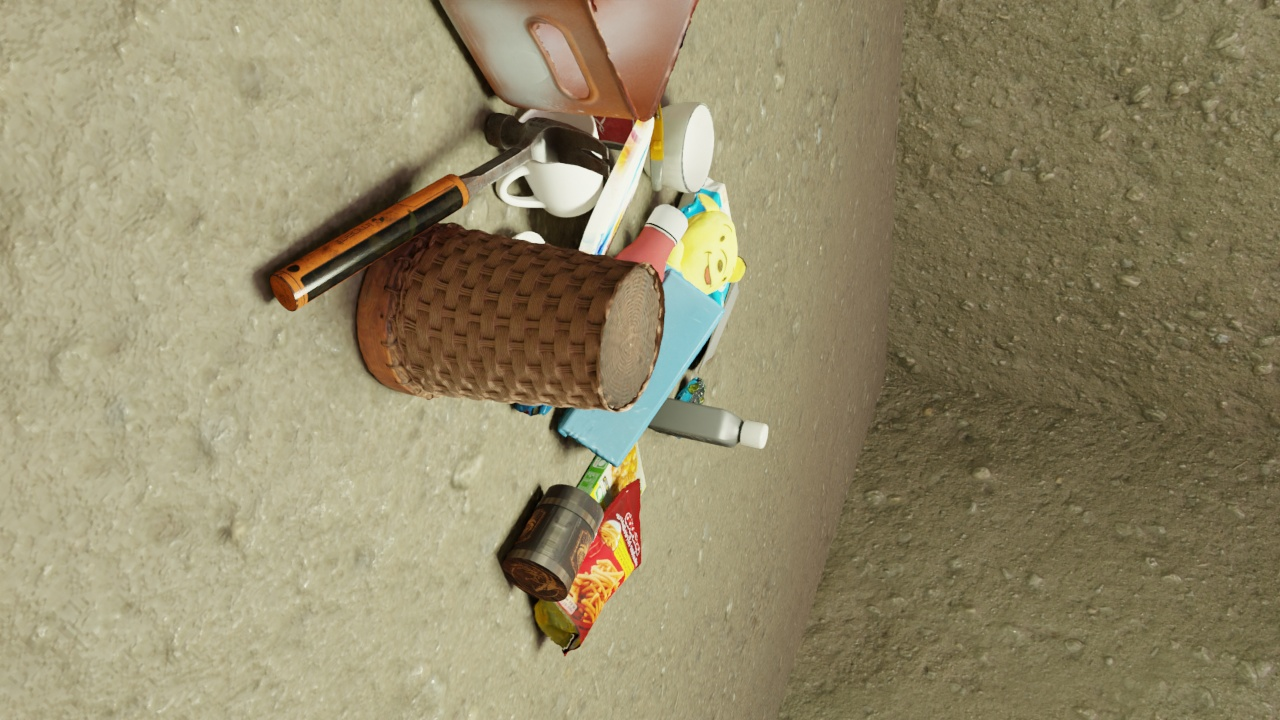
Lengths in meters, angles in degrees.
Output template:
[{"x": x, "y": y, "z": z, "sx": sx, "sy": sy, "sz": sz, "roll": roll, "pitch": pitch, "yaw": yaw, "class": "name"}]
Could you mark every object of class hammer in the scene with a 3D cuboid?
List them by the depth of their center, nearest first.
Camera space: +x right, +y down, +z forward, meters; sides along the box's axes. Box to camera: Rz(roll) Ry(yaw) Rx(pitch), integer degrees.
[{"x": -0.151, "y": -0.122, "z": 0.727, "sx": 0.313, "sy": 0.138, "sz": 0.035, "roll": -44, "pitch": 142, "yaw": -42, "class": "hammer"}]

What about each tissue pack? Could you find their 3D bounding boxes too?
[{"x": 0.094, "y": -0.168, "z": 1.357, "sx": 0.209, "sy": 0.066, "sz": 0.116, "roll": 72, "pitch": 35, "yaw": -46, "class": "tissue pack"}]

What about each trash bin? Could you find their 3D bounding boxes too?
[{"x": -0.099, "y": -0.027, "z": 0.750, "sx": 0.151, "sy": 0.210, "sz": 0.151, "roll": 12, "pitch": 89, "yaw": -68, "class": "trash bin"}, {"x": -0.048, "y": -0.356, "z": 0.798, "sx": 0.181, "sy": 0.157, "sz": 0.259, "roll": 56, "pitch": 47, "yaw": -60, "class": "trash bin"}]

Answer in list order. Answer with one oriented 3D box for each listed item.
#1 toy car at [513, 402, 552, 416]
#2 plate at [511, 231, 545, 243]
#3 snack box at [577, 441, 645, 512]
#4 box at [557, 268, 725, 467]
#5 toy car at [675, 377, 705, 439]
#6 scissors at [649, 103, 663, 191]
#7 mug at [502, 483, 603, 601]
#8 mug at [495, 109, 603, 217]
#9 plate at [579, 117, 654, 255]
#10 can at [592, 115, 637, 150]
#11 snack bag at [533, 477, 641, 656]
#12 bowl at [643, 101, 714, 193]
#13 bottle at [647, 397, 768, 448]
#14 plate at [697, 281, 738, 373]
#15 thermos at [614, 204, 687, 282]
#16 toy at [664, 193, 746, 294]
[{"x": -0.100, "y": 0.006, "z": 0.954, "sx": 0.056, "sy": 0.043, "sz": 0.120, "roll": -51, "pitch": 162, "yaw": -50, "class": "toy car"}, {"x": -0.125, "y": -0.077, "z": 0.911, "sx": 0.104, "sy": 0.026, "sz": 0.104, "roll": 12, "pitch": 90, "yaw": -68, "class": "plate"}, {"x": -0.042, "y": 0.182, "z": 1.228, "sx": 0.167, "sy": 0.027, "sz": 0.132, "roll": -58, "pitch": 149, "yaw": -42, "class": "snack box"}, {"x": -0.006, "y": 0.007, "z": 1.119, "sx": 0.231, "sy": 0.094, "sz": 0.112, "roll": -56, "pitch": -167, "yaw": -3, "class": "box"}, {"x": 0.071, "y": 0.073, "z": 1.448, "sx": 0.105, "sy": 0.032, "sz": 0.048, "roll": -63, "pitch": 154, "yaw": -24, "class": "toy car"}, {"x": 0.018, "y": -0.314, "z": 1.051, "sx": 0.229, "sy": 0.016, "sz": 0.225, "roll": 90, "pitch": 0, "yaw": -72, "class": "scissors"}, {"x": -0.102, "y": 0.215, "z": 1.053, "sx": 0.107, "sy": 0.080, "sz": 0.116, "roll": -62, "pitch": 180, "yaw": -40, "class": "mug"}, {"x": -0.090, "y": -0.185, "z": 0.899, "sx": 0.114, "sy": 0.081, "sz": 0.088, "roll": -38, "pitch": 152, "yaw": -13, "class": "mug"}, {"x": -0.028, "y": -0.168, "z": 1.007, "sx": 0.187, "sy": 0.016, "sz": 0.186, "roll": 113, "pitch": 0, "yaw": -70, "class": "plate"}, {"x": -0.025, "y": -0.287, "z": 1.023, "sx": 0.054, "sy": 0.054, "sz": 0.096, "roll": 1, "pitch": 99, "yaw": -68, "class": "can"}, {"x": -0.055, "y": 0.260, "z": 1.165, "sx": 0.207, "sy": 0.067, "sz": 0.139, "roll": -48, "pitch": 138, "yaw": -46, "class": "snack bag"}, {"x": 0.046, "y": -0.276, "z": 1.184, "sx": 0.116, "sy": 0.066, "sz": 0.116, "roll": 11, "pitch": 90, "yaw": -68, "class": "bowl"}, {"x": 0.097, "y": 0.093, "z": 1.331, "sx": 0.083, "sy": 0.174, "sz": 0.046, "roll": 35, "pitch": 67, "yaw": -66, "class": "bottle"}, {"x": 0.131, "y": -0.060, "z": 1.473, "sx": 0.178, "sy": 0.012, "sz": 0.178, "roll": 26, "pitch": 86, "yaw": -86, "class": "plate"}, {"x": -0.020, "y": -0.072, "z": 1.033, "sx": 0.239, "sy": 0.073, "sz": 0.073, "roll": -58, "pitch": 154, "yaw": -10, "class": "thermos"}, {"x": 0.049, "y": -0.120, "z": 1.191, "sx": 0.213, "sy": 0.084, "sz": 0.149, "roll": -41, "pitch": 147, "yaw": -30, "class": "toy"}]
